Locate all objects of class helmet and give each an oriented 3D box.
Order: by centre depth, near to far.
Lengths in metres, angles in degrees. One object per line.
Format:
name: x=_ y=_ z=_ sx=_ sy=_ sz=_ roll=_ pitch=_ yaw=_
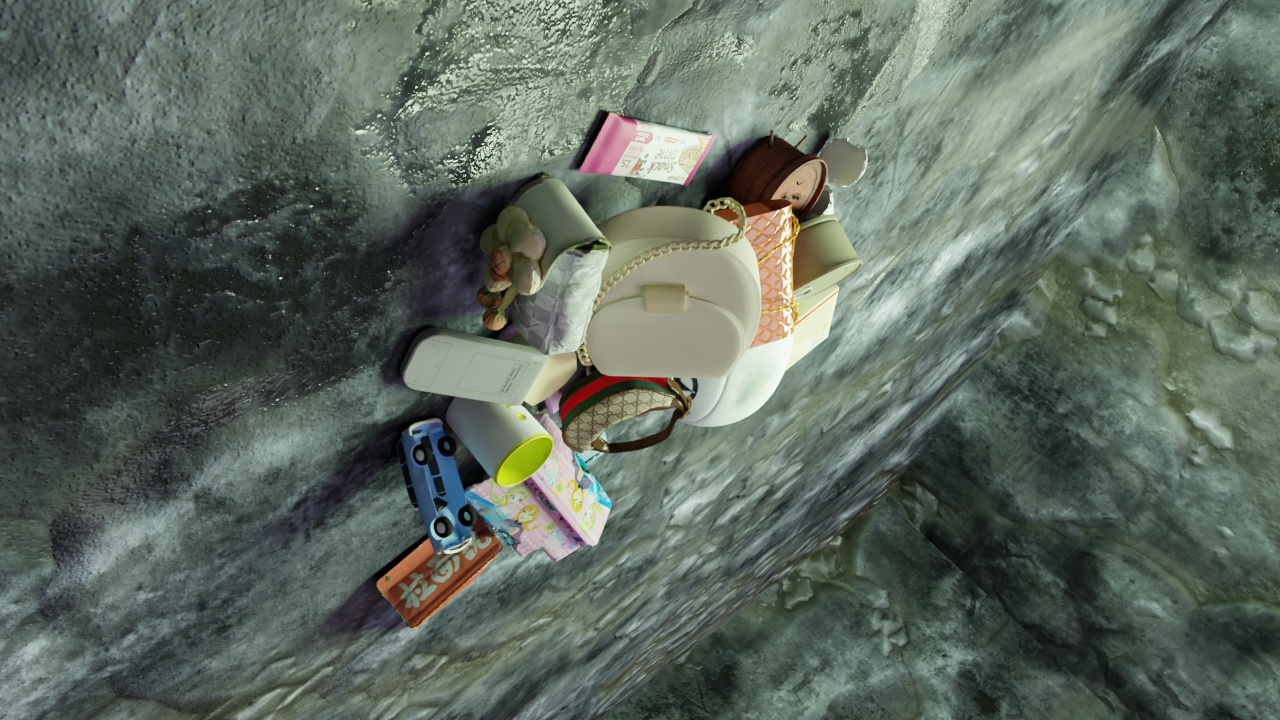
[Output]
helmet: x=0.126 y=-0.015 z=1.307 sx=0.235 sy=0.163 sz=0.265 roll=-19 pitch=144 yaw=-46

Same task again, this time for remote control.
remote control: x=-0.180 y=0.007 z=0.984 sx=0.151 sy=0.019 sz=0.074 roll=12 pitch=122 yaw=-37

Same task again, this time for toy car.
toy car: x=-0.233 y=0.144 z=1.042 sx=0.055 sy=0.153 sz=0.056 roll=-16 pitch=-179 yaw=30

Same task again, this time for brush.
brush: x=-0.117 y=0.020 z=1.126 sx=0.089 sy=0.043 sz=0.229 roll=-40 pitch=155 yaw=-11

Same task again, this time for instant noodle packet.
instant noodle packet: x=-0.274 y=0.318 z=1.326 sx=0.164 sy=0.084 sz=0.221 roll=-42 pitch=164 yaw=-18

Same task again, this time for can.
can: x=0.217 y=-0.129 z=1.206 sx=0.127 sy=0.073 sz=0.128 roll=-25 pitch=171 yaw=-4

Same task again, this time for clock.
clock: x=0.162 y=-0.210 z=1.167 sx=0.120 sy=0.072 sz=0.158 roll=-11 pitch=138 yaw=-51

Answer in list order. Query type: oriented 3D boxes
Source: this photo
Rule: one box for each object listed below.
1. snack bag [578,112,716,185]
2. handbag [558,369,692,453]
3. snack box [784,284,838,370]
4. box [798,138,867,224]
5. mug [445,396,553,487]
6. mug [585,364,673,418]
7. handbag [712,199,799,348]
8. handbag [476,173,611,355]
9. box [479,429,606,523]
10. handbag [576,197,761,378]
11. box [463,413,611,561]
snack bag: x=0.013 y=-0.223 z=0.985 sx=0.196 sy=0.016 sz=0.070 roll=-7 pitch=138 yaw=-53
handbag: x=-0.018 y=0.066 z=1.159 sx=0.167 sy=0.063 sz=0.138 roll=-32 pitch=136 yaw=24
snack box: x=0.240 y=-0.040 z=1.568 sx=0.207 sy=0.055 sz=0.153 roll=-37 pitch=154 yaw=-17
box: x=0.255 y=-0.226 z=1.282 sx=0.143 sy=0.083 sz=0.137 roll=-37 pitch=154 yaw=-3
mug: x=-0.166 y=0.083 z=1.073 sx=0.082 sy=0.106 sz=0.083 roll=-36 pitch=154 yaw=-21
mug: x=-0.007 y=0.007 z=1.204 sx=0.089 sy=0.074 sz=0.105 roll=42 pitch=65 yaw=-25
handbag: x=0.138 y=-0.099 z=1.113 sx=0.108 sy=0.060 sz=0.172 roll=-14 pitch=121 yaw=-13
handbag: x=-0.103 y=-0.081 z=0.918 sx=0.123 sy=0.112 sz=0.172 roll=-18 pitch=145 yaw=-29
box: x=-0.135 y=0.160 z=1.309 sx=0.209 sy=0.049 sz=0.121 roll=-29 pitch=152 yaw=-33
handbag: x=0.028 y=-0.075 z=1.037 sx=0.211 sy=0.103 sz=0.209 roll=1 pitch=132 yaw=2
box: x=-0.127 y=0.193 z=1.254 sx=0.158 sy=0.066 sz=0.230 roll=-48 pitch=137 yaw=-17
